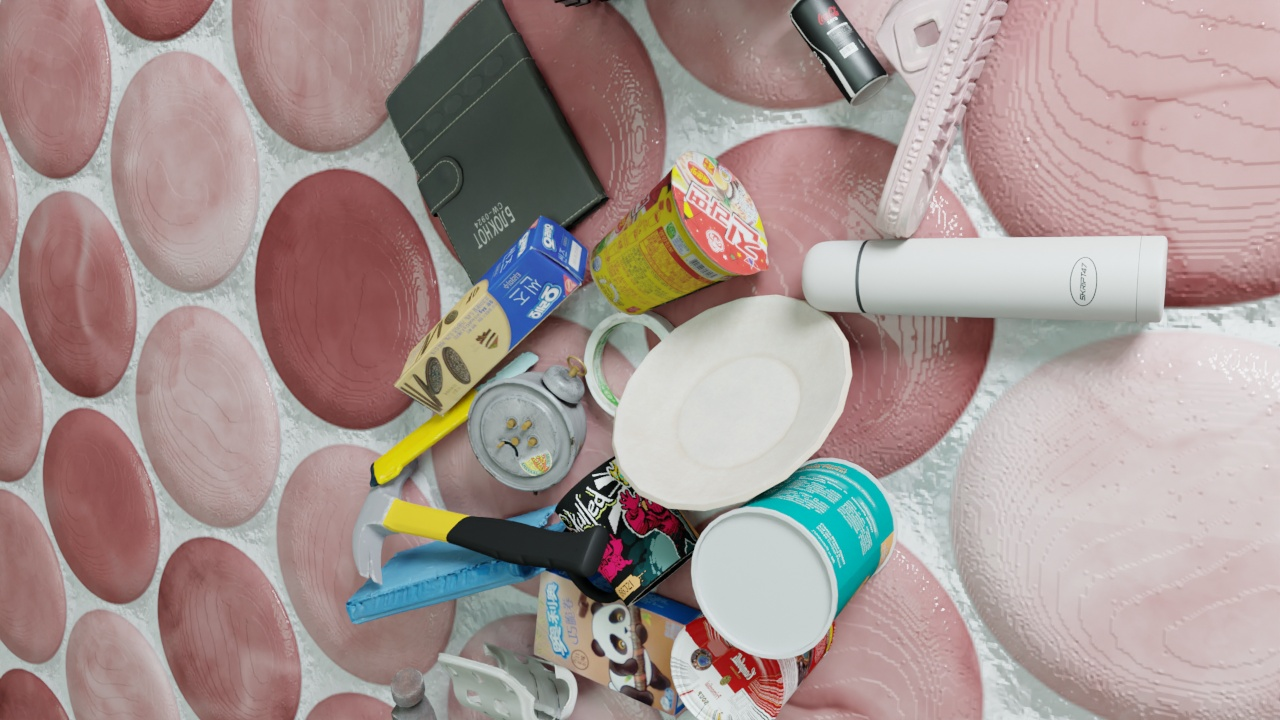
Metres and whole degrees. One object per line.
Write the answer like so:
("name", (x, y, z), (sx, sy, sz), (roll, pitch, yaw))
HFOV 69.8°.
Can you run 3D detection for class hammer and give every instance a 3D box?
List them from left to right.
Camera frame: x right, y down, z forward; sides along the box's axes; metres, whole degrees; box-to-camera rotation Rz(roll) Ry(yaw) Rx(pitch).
("hammer", (-0.151, 0.147, 0.793), (0.324, 0.029, 0.126), (0, 59, 44))
("hammer", (-0.107, 0.411, 0.847), (0.315, 0.034, 0.138), (25, 132, 25))

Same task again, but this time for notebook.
("notebook", (-0.136, -0.187, 0.813), (0.170, 0.029, 0.209), (-32, 80, 30))

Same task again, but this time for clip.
("clip", (-0.101, 0.310, 0.847), (0.127, 0.098, 0.152), (-7, 129, 51))

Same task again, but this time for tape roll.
("tape roll", (-0.005, 0.004, 0.769), (0.094, 0.018, 0.094), (5, 100, 30))

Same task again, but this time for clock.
("clock", (-0.090, 0.050, 0.798), (0.104, 0.056, 0.148), (41, 116, 5))

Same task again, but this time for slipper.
("slipper", (0.184, -0.199, 0.582), (0.064, 0.094, 0.240), (22, 112, 21))

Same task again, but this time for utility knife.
("utility knife", (-0.178, 0.055, 0.857), (0.218, 0.019, 0.030), (-37, 57, 20))

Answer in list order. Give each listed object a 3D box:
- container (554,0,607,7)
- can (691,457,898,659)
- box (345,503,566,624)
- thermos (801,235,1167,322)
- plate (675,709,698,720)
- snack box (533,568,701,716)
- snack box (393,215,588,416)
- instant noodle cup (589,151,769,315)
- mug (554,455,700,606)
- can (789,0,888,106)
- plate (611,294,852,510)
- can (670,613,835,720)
("container", (0.002, -0.389, 0.574), (0.244, 0.246, 0.245), (1, 98, 27))
("can", (0.113, 0.133, 0.646), (0.099, 0.143, 0.099), (5, 100, 30))
("box", (-0.173, 0.190, 0.856), (0.232, 0.093, 0.054), (-21, 87, 32))
("thermos", (0.218, -0.055, 0.607), (0.225, 0.052, 0.052), (4, 100, 30))
("plate", (0.064, 0.348, 0.779), (0.104, 0.026, 0.104), (6, 101, 30))
("snack box", (-0.023, 0.241, 0.808), (0.151, 0.034, 0.087), (14, 105, 28))
("snack box", (-0.133, -0.036, 0.804), (0.057, 0.056, 0.207), (37, 122, -22))
("instant noodle cup", (0.021, -0.088, 0.700), (0.113, 0.100, 0.100), (-27, 84, 39))
("mug", (-0.020, 0.149, 0.763), (0.118, 0.081, 0.098), (-47, 74, 26))
("can", (0.138, -0.219, 0.641), (0.032, 0.031, 0.080), (-37, 79, 29))
("plate", (0.067, 0.032, 0.671), (0.189, 0.027, 0.188), (-21, 43, 21))
("can", (0.087, 0.214, 0.691), (0.087, 0.116, 0.087), (5, 100, 30))
